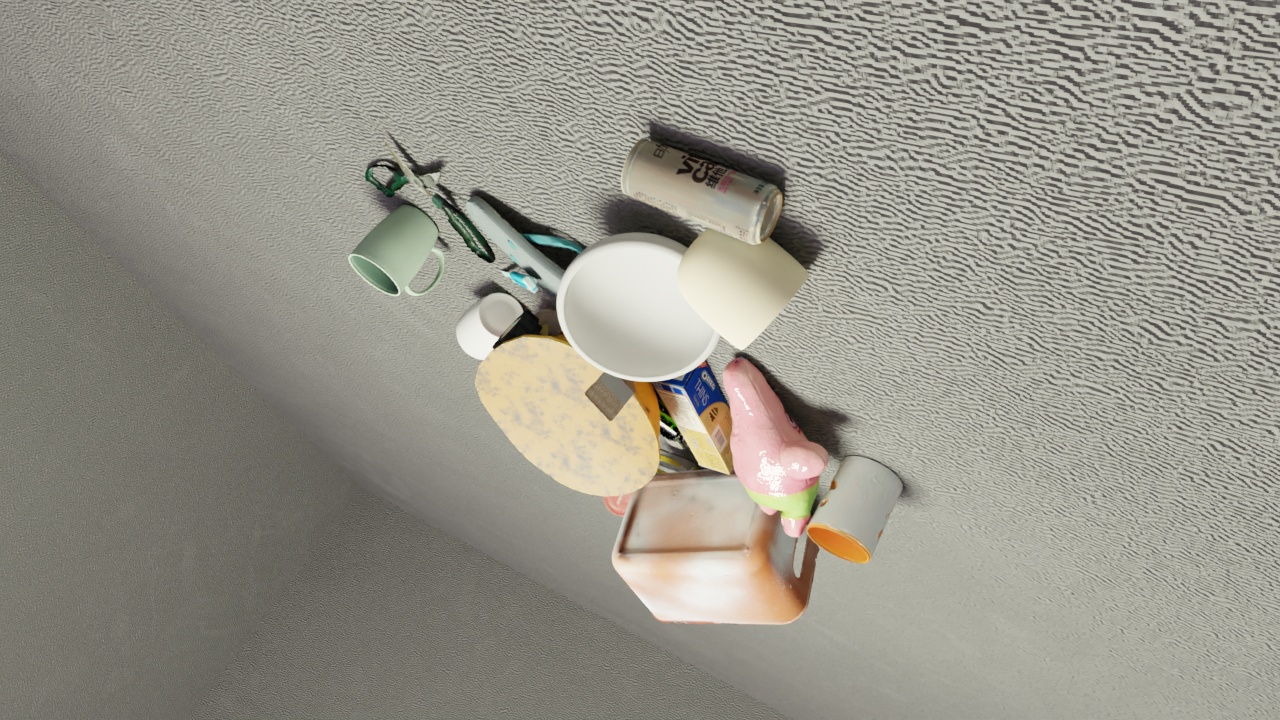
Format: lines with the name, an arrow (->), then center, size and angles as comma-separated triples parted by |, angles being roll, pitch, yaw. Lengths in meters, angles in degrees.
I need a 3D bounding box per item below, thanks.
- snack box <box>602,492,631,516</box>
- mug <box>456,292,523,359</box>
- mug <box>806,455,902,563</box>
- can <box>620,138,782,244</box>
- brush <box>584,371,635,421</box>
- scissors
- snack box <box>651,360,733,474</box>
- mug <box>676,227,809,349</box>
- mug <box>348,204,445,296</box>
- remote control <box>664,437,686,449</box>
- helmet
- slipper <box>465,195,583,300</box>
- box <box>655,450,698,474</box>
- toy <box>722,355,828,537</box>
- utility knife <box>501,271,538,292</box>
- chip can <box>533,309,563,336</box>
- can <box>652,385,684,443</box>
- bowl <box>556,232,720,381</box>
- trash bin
snack box -> -0.013, 0.234, 1.581 | 0.072, 0.072, 0.121 | 25, 177, 19
mug -> -0.209, -0.035, 1.307 | 0.080, 0.114, 0.088 | -4, 167, -29
mug -> 0.262, 0.181, 1.120 | 0.082, 0.105, 0.082 | 27, 157, 13
can -> 0.053, -0.148, 0.803 | 0.136, 0.054, 0.054 | 25, 156, 19
brush -> -0.006, 0.006, 1.073 | 0.045, 0.142, 0.008 | 48, 153, -12
scissors -> -0.268, -0.196, 1.161 | 0.203, 0.015, 0.202 | 50, 157, -26
snack box -> 0.079, 0.068, 1.199 | 0.056, 0.057, 0.207 | 15, 150, 34
mug -> 0.085, -0.075, 0.859 | 0.100, 0.096, 0.120 | 41, 169, 0
mug -> -0.315, -0.141, 1.233 | 0.111, 0.103, 0.084 | 45, 155, -24
remote control -> 0.031, 0.089, 1.357 | 0.033, 0.013, 0.136 | 16, 153, 38
helmet -> -0.071, 0.041, 1.174 | 0.255, 0.131, 0.206 | 43, 128, -11
slipper -> -0.099, -0.112, 1.096 | 0.269, 0.054, 0.098 | 40, 163, 14
box -> 0.004, 0.172, 1.513 | 0.210, 0.070, 0.067 | 17, 174, 33
toy -> 0.153, 0.098, 1.110 | 0.192, 0.096, 0.237 | 30, 145, 62
utility knife -> -0.155, -0.103, 1.165 | 0.022, 0.015, 0.176 | 53, 170, -18
chip can -> -0.156, 0.007, 1.324 | 0.069, 0.069, 0.221 | 34, 149, -3
can -> 0.011, 0.058, 1.268 | 0.137, 0.053, 0.054 | 36, 157, -6
bowl -> 0.003, -0.065, 0.977 | 0.177, 0.066, 0.177 | 5, 127, 6
trash bin -> 0.108, 0.264, 1.329 | 0.260, 0.181, 0.157 | -8, 134, 32
